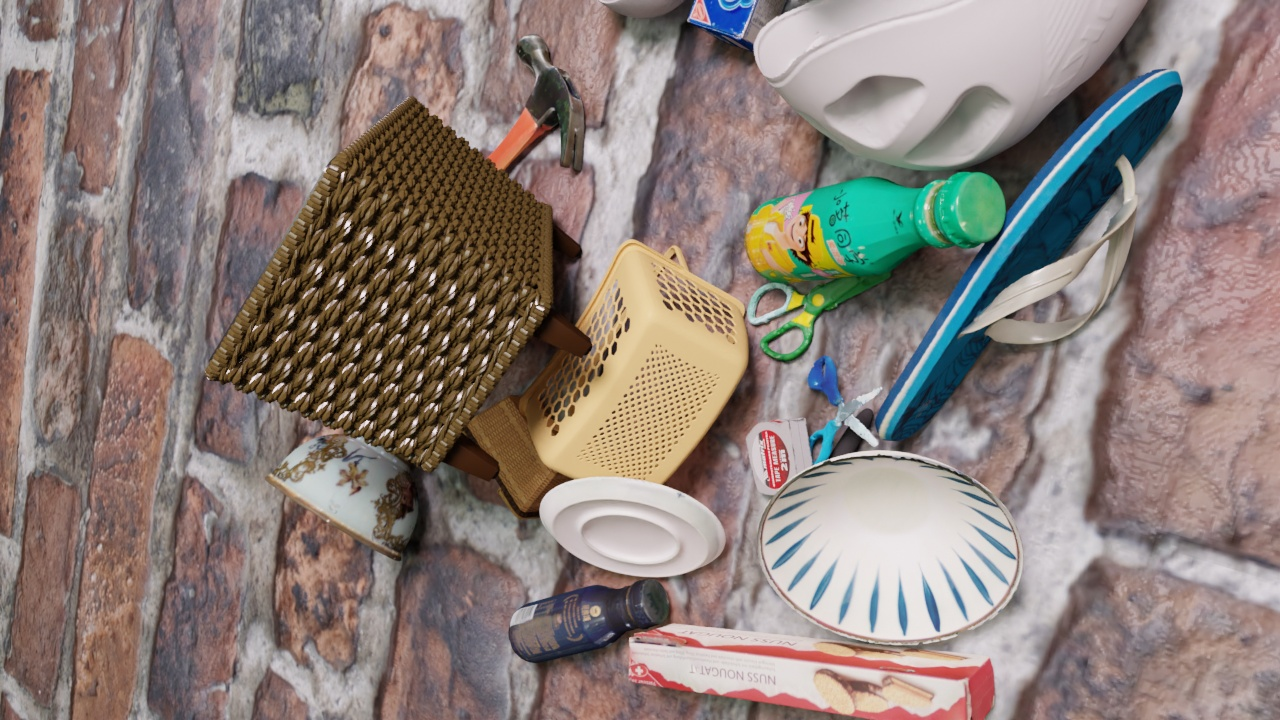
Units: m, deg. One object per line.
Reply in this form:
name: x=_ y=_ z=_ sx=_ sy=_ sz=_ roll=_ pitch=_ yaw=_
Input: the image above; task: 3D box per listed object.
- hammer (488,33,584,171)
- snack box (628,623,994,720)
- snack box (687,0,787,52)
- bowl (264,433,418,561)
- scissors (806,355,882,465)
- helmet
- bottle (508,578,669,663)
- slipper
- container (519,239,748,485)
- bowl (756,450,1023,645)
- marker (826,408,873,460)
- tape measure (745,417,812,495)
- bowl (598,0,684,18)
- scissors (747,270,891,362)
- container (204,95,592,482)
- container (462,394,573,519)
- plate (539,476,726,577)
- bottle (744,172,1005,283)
hammer: x=-0.178 y=-0.163 z=0.933 sx=0.334 sy=0.033 sz=0.133 roll=-40 pitch=70 yaw=28
snack box: x=0.122 y=0.238 z=0.708 sx=0.274 sy=0.076 sz=0.044 roll=-4 pitch=85 yaw=34
snack box: x=0.112 y=-0.364 z=0.724 sx=0.059 sy=0.059 sz=0.227 roll=29 pitch=106 yaw=26
bowl: x=-0.291 y=0.127 z=0.950 sx=0.160 sy=0.160 sz=0.093 roll=22 pitch=71 yaw=31
scissors: x=0.149 y=0.029 z=0.685 sx=0.134 sy=0.015 sz=0.104 roll=123 pitch=150 yaw=-69
helmet: x=0.212 y=-0.253 z=0.572 sx=0.282 sy=0.183 sz=0.224 roll=-63 pitch=23 yaw=11
bottle: x=-0.048 y=0.234 z=0.830 sx=0.161 sy=0.056 sz=0.056 roll=-23 pitch=77 yaw=32
slipper: x=0.257 y=-0.050 z=0.597 sx=0.060 sy=0.118 sz=0.296 roll=46 pitch=118 yaw=32
container: x=-0.004 y=0.005 z=0.770 sx=0.184 sy=0.129 sz=0.166 roll=-55 pitch=22 yaw=20
bowl: x=0.176 y=0.117 z=0.658 sx=0.177 sy=0.070 sz=0.178 roll=8 pitch=124 yaw=11
marker: x=0.145 y=0.094 z=0.726 sx=0.134 sy=0.018 sz=0.015 roll=-62 pitch=24 yaw=17
tape measure: x=0.113 y=0.077 z=0.734 sx=0.062 sy=0.020 sz=0.060 roll=-13 pitch=85 yaw=60
bowl: x=0.020 y=-0.350 z=0.769 sx=0.132 sy=0.064 sz=0.131 roll=-26 pitch=58 yaw=51
scissors: x=0.141 y=-0.054 z=0.733 sx=0.131 sy=0.014 sz=0.070 roll=-36 pitch=71 yaw=29
container: x=-0.164 y=-0.063 z=0.738 sx=0.205 sy=0.320 sz=0.177 roll=33 pitch=106 yaw=-17
container: x=-0.109 y=0.087 z=0.870 sx=0.061 sy=0.063 sz=0.114 roll=-44 pitch=68 yaw=17
plate: x=-0.008 y=0.143 z=0.759 sx=0.157 sy=0.157 sz=0.014 roll=-17 pitch=43 yaw=32
bottle: x=0.155 y=-0.092 z=0.635 sx=0.210 sy=0.068 sz=0.068 roll=2 pitch=91 yaw=63
